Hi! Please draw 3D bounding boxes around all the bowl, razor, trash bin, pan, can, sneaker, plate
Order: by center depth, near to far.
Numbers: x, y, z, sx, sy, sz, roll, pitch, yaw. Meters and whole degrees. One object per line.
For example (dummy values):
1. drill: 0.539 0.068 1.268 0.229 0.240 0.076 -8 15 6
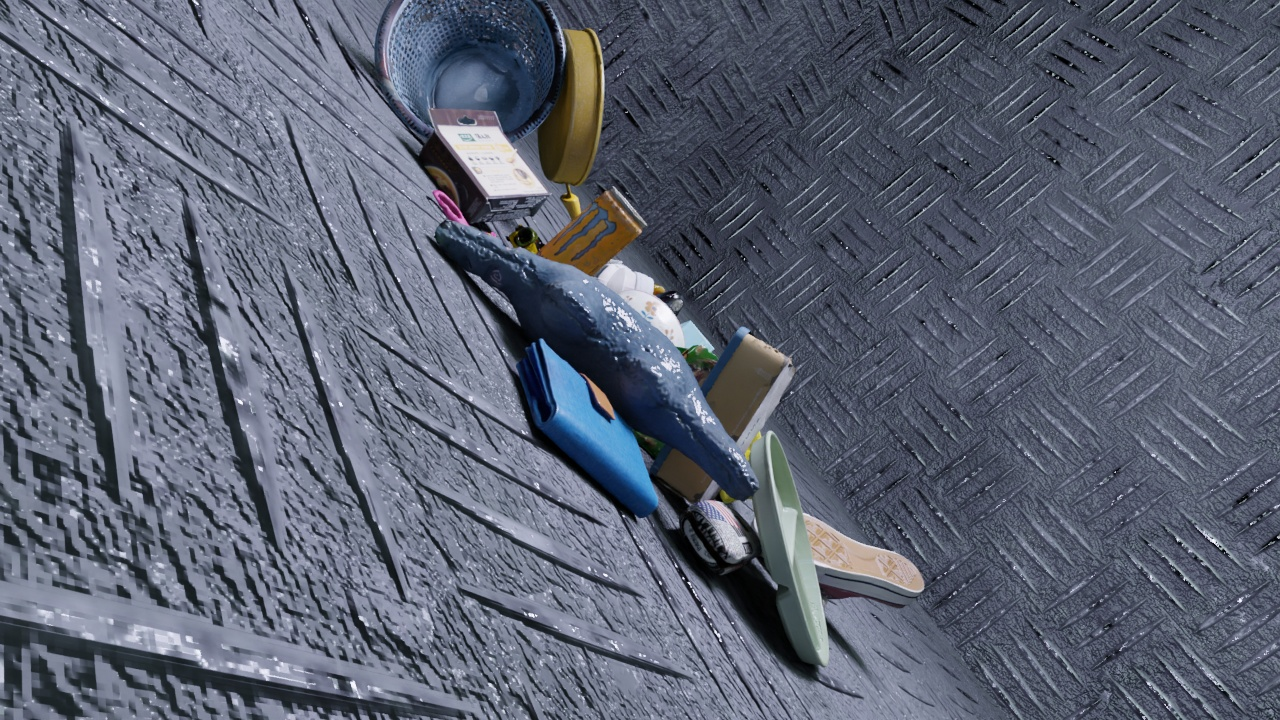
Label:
1. plate: 0.144 0.182 0.894 0.230 0.027 0.230 -14 89 -78
2. can: -0.065 -0.115 0.970 0.058 0.146 0.058 48 8 -10
3. bowl: -0.011 -0.018 1.055 0.113 0.114 0.062 50 45 -1
4. sneaker: 0.223 0.254 1.097 0.241 0.088 0.118 22 30 -20
5. trash bin: -0.214 -0.363 1.185 0.226 0.226 0.195 49 -5 -5
6. pan: -0.090 -0.259 1.232 0.078 0.358 0.197 1 32 -19
7. sneaker: -0.054 -0.094 1.238 0.090 0.089 0.242 14 3 -13
8. razor: 0.003 -0.069 1.289 0.168 0.062 0.067 -1 -74 66

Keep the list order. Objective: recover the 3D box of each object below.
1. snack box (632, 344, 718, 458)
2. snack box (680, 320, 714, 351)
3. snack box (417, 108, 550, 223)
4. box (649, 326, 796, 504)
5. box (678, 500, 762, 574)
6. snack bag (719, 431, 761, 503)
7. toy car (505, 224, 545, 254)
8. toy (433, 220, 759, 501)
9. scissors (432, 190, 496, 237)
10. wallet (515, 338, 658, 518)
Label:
1. snack box: 0.037 0.045 0.988 0.117 0.118 0.105 47 -4 -27
2. snack box: 0.043 -0.007 1.240 0.051 0.074 0.175 50 -5 -3
3. snack box: -0.178 -0.219 1.032 0.125 0.053 0.113 52 32 12
4. box: 0.086 0.051 0.893 0.062 0.184 0.089 31 -1 17
5. box: 0.070 0.164 0.836 0.072 0.060 0.164 32 -1 21
6. snack bag: 0.113 0.080 1.172 0.246 0.068 0.158 -66 141 -84
7. toy car: -0.103 -0.094 1.053 0.155 0.041 0.071 55 9 27
8. toy: -0.033 -0.008 0.821 0.356 0.091 0.137 40 8 4
9. scissors: -0.165 -0.122 0.933 0.133 0.017 0.133 53 10 -11
10. wallet: -0.040 0.053 0.721 0.133 0.040 0.106 47 12 -34
